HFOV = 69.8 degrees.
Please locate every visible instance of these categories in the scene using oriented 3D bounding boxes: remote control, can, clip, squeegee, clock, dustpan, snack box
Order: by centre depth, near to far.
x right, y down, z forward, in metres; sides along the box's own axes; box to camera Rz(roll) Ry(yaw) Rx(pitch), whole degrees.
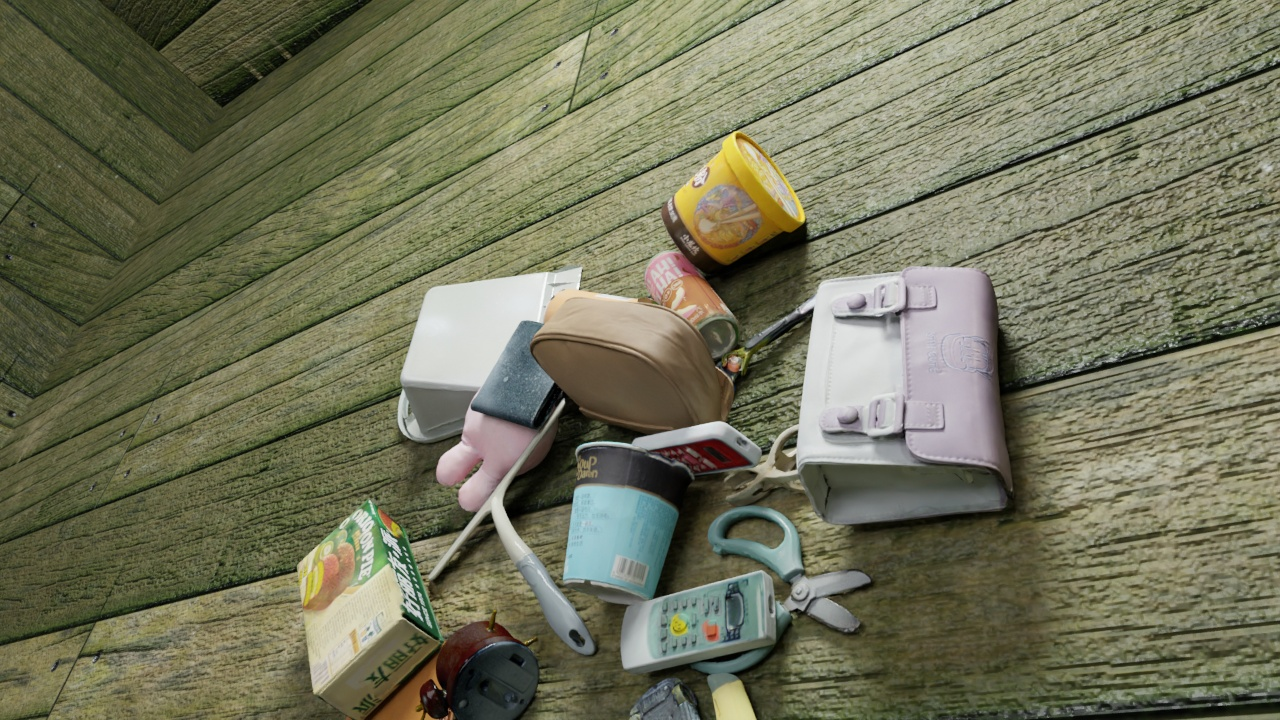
[{"bbox_3d":[0.043,0.207,0.722,0.135,0.019,0.056,-22,45,28],"label":"remote control"},{"bbox_3d":[0.120,0.083,0.784,0.104,0.035,0.089,-13,51,46],"label":"clip"},{"bbox_3d":[-0.144,0.285,0.805,0.121,0.082,0.055,-52,33,-10],"label":"clock"},{"bbox_3d":[0.046,0.082,0.811,0.136,0.056,0.020,-18,43,53],"label":"remote control"},{"bbox_3d":[-0.109,0.189,0.879,0.247,0.039,0.246,-52,42,8],"label":"squeegee"},{"bbox_3d":[0.051,-0.059,0.958,0.058,0.058,0.147,-40,38,8],"label":"can"},{"bbox_3d":[-0.290,0.252,0.960,0.114,0.063,0.240,-44,30,-5],"label":"snack box"},{"bbox_3d":[-0.203,0.005,1.179,0.258,0.143,0.222,0,50,7],"label":"dustpan"}]

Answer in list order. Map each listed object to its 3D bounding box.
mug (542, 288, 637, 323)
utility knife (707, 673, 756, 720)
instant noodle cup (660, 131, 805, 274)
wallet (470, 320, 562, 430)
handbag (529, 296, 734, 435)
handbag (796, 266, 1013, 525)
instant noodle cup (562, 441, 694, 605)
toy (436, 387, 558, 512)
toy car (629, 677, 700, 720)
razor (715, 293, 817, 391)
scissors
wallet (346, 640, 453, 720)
[{"bbox_3d":[-0.039,-0.039,1.014,0.123,0.078,0.078,5,60,41],"label":"mug"},{"bbox_3d":[0.080,0.294,0.639,0.031,0.019,0.175,-37,37,17],"label":"utility knife"},{"bbox_3d":[0.094,-0.160,0.972,0.115,0.118,0.118,-36,37,26],"label":"instant noodle cup"},{"bbox_3d":[-0.120,0.012,0.987,0.097,0.019,0.120,14,66,35],"label":"wallet"},{"bbox_3d":[-0.005,0.005,0.882,0.205,0.148,0.099,12,52,47],"label":"handbag"},{"bbox_3d":[0.203,0.020,0.708,0.145,0.098,0.196,-5,47,23],"label":"handbag"},{"bbox_3d":[-0.018,0.147,0.804,0.111,0.111,0.120,-7,60,39],"label":"instant noodle cup"},{"bbox_3d":[-0.159,0.087,1.015,0.159,0.054,0.121,-50,57,1],"label":"toy"},{"bbox_3d":[0.026,0.291,0.679,0.054,0.037,0.120,-39,28,9],"label":"toy car"},{"bbox_3d":[0.124,-0.021,0.885,0.143,0.022,0.042,-38,40,9],"label":"razor"},{"bbox_3d":[0.092,0.194,0.721,0.176,0.019,0.175,-52,39,-10],"label":"scissors"},{"bbox_3d":[-0.230,0.334,0.882,0.132,0.031,0.107,-27,37,23],"label":"wallet"}]
